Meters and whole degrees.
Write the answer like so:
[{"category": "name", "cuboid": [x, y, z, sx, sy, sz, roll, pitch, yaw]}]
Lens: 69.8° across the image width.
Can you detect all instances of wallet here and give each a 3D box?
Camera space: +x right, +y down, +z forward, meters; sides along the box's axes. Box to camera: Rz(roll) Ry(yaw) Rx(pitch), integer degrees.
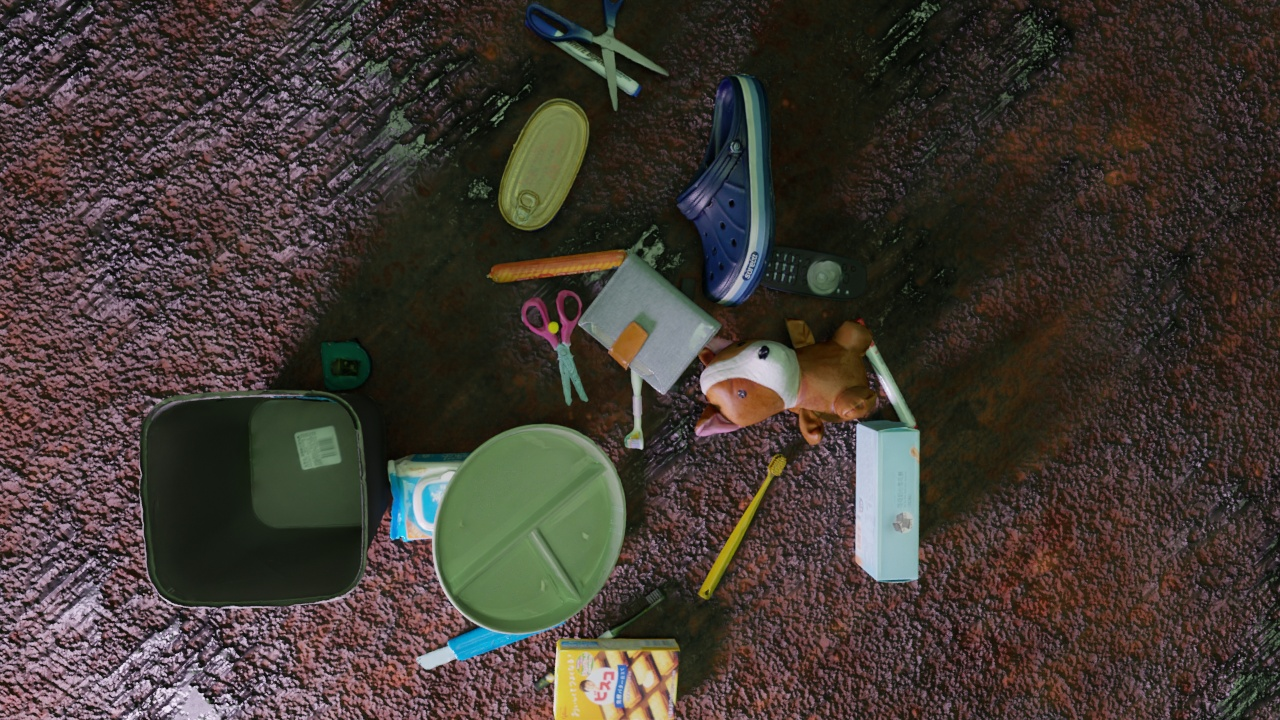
[{"category": "wallet", "cuboid": [0.007, -0.039, 1.010, 0.130, 0.037, 0.107, 41, 100, 12]}]

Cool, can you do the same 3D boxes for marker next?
[{"category": "marker", "cuboid": [0.283, 0.017, 1.065, 0.017, 0.017, 0.145, -29, 95, -2]}, {"category": "marker", "cuboid": [0.044, -0.028, 1.043, 0.020, 0.022, 0.132, 8, 94, -12]}, {"category": "marker", "cuboid": [-0.063, -0.338, 1.018, 0.146, 0.017, 0.017, 33, 91, -5]}]

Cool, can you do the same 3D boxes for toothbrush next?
[{"category": "toothbrush", "cuboid": [0.119, 0.193, 1.064, 0.015, 0.016, 0.190, 29, 91, -5]}, {"category": "toothbrush", "cuboid": [-0.006, 0.006, 1.043, 0.020, 0.029, 0.189, -2, 93, -47]}, {"category": "toothbrush", "cuboid": [-0.048, 0.322, 1.063, 0.186, 0.012, 0.017, -36, 89, -1]}]

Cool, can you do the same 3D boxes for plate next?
[{"category": "plate", "cuboid": [-0.119, 0.181, 0.998, 0.229, 0.027, 0.230, -2, 95, -32]}]

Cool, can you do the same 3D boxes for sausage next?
[{"category": "sausage", "cuboid": [-0.091, -0.106, 1.028, 0.165, 0.021, 0.021, -7, 94, -3]}]

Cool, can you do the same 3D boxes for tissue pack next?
[{"category": "tissue pack", "cuboid": [-0.207, 0.150, 1.015, 0.140, 0.063, 0.090, -2, 95, -4]}]

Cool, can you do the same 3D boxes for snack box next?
[{"category": "snack box", "cuboid": [0.280, 0.158, 1.044, 0.051, 0.074, 0.175, -1, 94, -5]}, {"category": "snack box", "cuboid": [-0.027, 0.364, 1.049, 0.140, 0.033, 0.087, 3, 99, -7]}]

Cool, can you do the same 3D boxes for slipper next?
[{"category": "slipper", "cuboid": [0.089, -0.185, 0.993, 0.095, 0.105, 0.253, 3, 91, -12]}]

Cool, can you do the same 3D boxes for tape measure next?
[{"category": "tape measure", "cuboid": [-0.327, 0.005, 1.017, 0.054, 0.025, 0.058, -4, 94, -3]}]

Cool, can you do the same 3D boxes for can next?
[{"category": "can", "cuboid": [-0.106, -0.212, 1.007, 0.074, 0.049, 0.148, 23, 92, -5]}]

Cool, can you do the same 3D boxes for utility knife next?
[{"category": "utility knife", "cuboid": [-0.168, 0.314, 1.051, 0.185, 0.018, 0.034, -21, 79, -1]}]

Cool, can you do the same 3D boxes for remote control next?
[{"category": "remote control", "cuboid": [0.190, -0.100, 1.047, 0.136, 0.024, 0.053, 10, 91, -6]}]

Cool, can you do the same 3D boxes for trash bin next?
[{"category": "trash bin", "cuboid": [-0.353, 0.118, 0.925, 0.199, 0.220, 0.198, -1, 94, -4]}]

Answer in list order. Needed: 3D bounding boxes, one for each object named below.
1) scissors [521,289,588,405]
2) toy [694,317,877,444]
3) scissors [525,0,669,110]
[{"category": "scissors", "cuboid": [-0.079, -0.015, 1.041, 0.076, 0.017, 0.137, -26, 99, -11]}, {"category": "toy", "cuboid": [0.156, 0.020, 1.007, 0.200, 0.131, 0.140, -1, 61, 6]}, {"category": "scissors", "cuboid": [-0.045, -0.361, 1.009, 0.162, 0.012, 0.176, 4, 85, -10]}]
